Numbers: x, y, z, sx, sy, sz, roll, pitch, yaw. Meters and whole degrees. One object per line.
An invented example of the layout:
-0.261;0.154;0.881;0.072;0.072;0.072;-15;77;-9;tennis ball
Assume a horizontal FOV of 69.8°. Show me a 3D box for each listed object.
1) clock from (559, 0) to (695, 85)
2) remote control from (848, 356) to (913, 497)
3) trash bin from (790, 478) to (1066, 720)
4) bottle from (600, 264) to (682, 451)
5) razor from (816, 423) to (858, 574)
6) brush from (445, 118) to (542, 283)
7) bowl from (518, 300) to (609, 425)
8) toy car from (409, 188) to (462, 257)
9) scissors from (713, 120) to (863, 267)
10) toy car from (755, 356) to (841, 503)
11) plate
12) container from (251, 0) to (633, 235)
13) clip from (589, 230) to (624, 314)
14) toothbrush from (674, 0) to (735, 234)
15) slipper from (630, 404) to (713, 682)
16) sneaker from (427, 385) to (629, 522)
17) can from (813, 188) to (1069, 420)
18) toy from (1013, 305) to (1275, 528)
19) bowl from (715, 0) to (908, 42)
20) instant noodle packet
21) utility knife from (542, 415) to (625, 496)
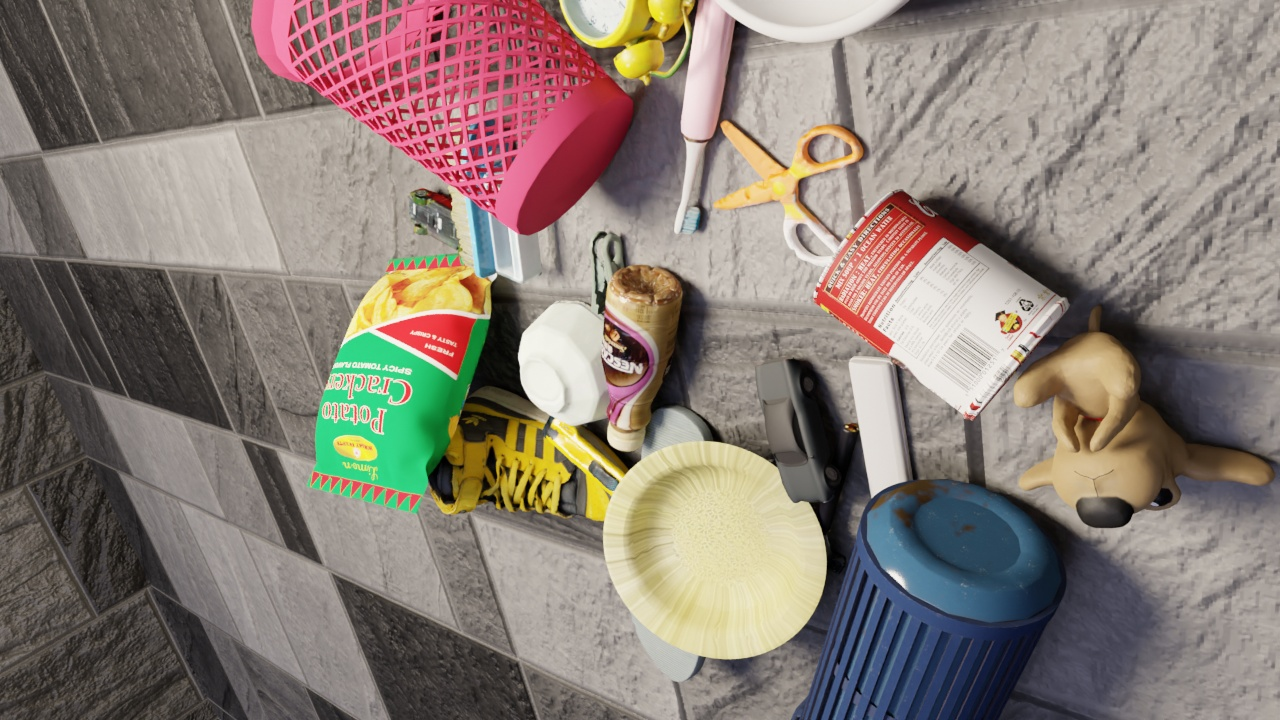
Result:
-0.004;-0.239;0.604;0.118;0.057;0.084;53;139;14;clock
0.174;0.058;0.658;0.033;0.012;0.131;5;118;42;remote control
0.193;0.209;0.643;0.139;0.139;0.250;28;130;29;trash bin
-0.004;0.004;0.758;0.060;0.059;0.166;30;132;27;bottle
0.147;0.108;0.708;0.043;0.022;0.144;26;131;29;razor
-0.123;-0.139;0.784;0.075;0.055;0.136;23;129;38;brush
-0.067;0.010;0.822;0.117;0.061;0.118;24;129;33;bowl
-0.179;-0.130;0.858;0.091;0.036;0.042;32;133;27;toy car
0.100;-0.113;0.621;0.126;0.011;0.128;-9;108;45;scissors
0.114;0.053;0.682;0.046;0.034;0.112;-14;92;52;toy car
0.062;0.152;0.757;0.184;0.036;0.184;4;102;19;plate
-0.130;-0.212;0.671;0.226;0.182;0.184;41;137;6;container
-0.032;-0.071;0.766;0.051;0.023;0.078;3;119;41;clip
0.044;-0.183;0.621;0.026;0.027;0.223;9;128;1;toothbrush
0.035;0.163;0.840;0.098;0.054;0.269;16;114;40;slipper
-0.119;0.112;0.891;0.239;0.121;0.086;25;132;32;sneaker
0.175;-0.033;0.542;0.116;0.086;0.087;40;136;19;can
0.259;0.037;0.507;0.134;0.105;0.108;-9;119;42;toy
0.100;-0.264;0.483;0.177;0.066;0.177;24;129;32;bowl
-0.231;0.012;0.887;0.196;0.252;0.090;2;161;43;instant noodle packet
-0.020;0.110;0.826;0.191;0.017;0.031;36;122;21;utility knife
